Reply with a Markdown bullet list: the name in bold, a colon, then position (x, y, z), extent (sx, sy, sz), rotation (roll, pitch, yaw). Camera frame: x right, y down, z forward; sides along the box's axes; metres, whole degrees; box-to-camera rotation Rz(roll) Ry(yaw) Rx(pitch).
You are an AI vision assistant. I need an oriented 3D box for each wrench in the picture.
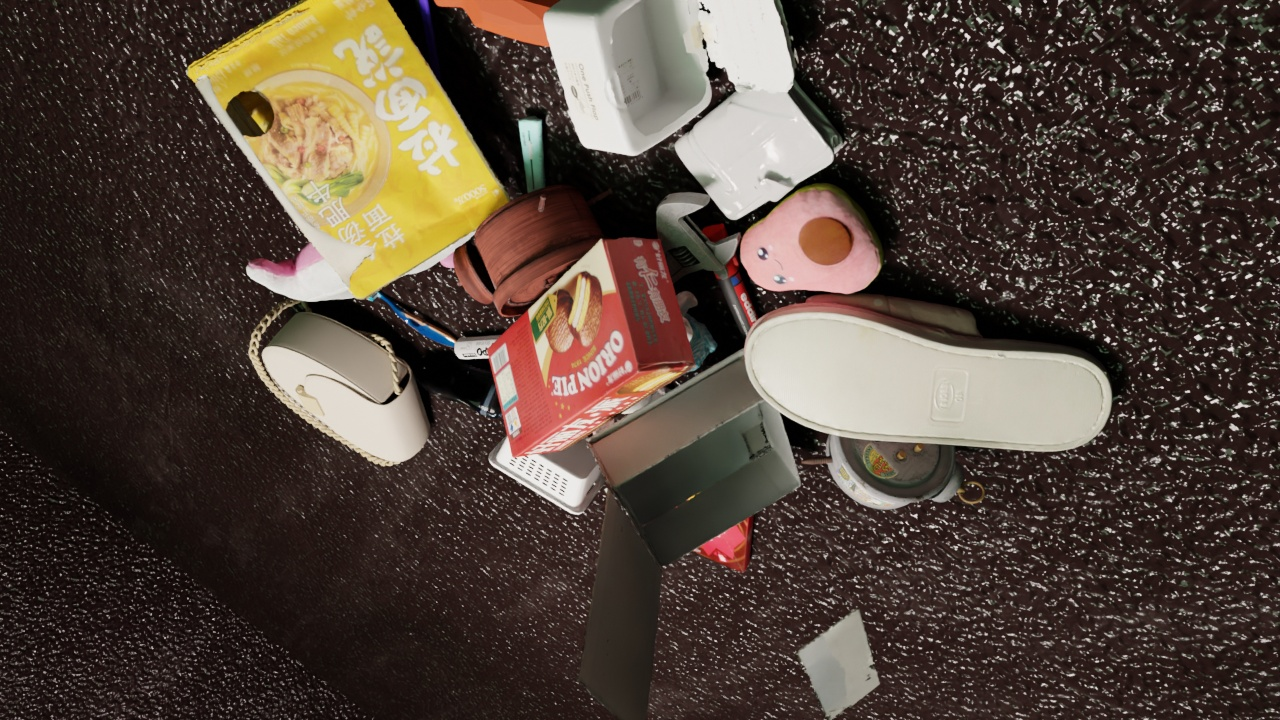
- **wrench**: position (0.003, -0.070, 0.816), extent (0.083, 0.018, 0.274), rotation (37, 150, -12)

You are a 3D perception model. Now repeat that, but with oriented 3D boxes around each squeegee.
- **squeegee**: position (-0.098, -0.268, 0.679), extent (0.185, 0.055, 0.250), rotation (20, 152, 7)

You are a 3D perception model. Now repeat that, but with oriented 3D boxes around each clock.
- **clock**: position (-0.095, -0.091, 0.807), extent (0.158, 0.120, 0.072), rotation (-32, 82, 39)
- **clock**: position (0.220, 0.080, 0.769), extent (0.148, 0.103, 0.056), rotation (27, 152, 3)

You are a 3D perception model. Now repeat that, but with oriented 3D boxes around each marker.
- **marker**: position (0.087, -0.052, 0.794), extent (0.023, 0.021, 0.145), rotation (-20, 121, 13)
- **marker**: position (-0.156, -0.016, 1.014), extent (0.126, 0.025, 0.025), rotation (-2, 128, 39)

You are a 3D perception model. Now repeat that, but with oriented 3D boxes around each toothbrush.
- **toothbrush**: position (-0.270, -0.050, 1.071), extent (0.135, 0.017, 0.022), rotation (32, 144, 6)

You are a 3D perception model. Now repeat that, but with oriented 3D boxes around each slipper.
- **slipper**: position (0.218, 0.010, 0.715), extent (0.274, 0.054, 0.114), rotation (10, 113, 12)

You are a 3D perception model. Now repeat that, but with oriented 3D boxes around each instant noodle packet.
- **instant noodle packet**: position (-0.231, -0.182, 0.761), extent (0.221, 0.163, 0.084), rotation (58, 177, -16)

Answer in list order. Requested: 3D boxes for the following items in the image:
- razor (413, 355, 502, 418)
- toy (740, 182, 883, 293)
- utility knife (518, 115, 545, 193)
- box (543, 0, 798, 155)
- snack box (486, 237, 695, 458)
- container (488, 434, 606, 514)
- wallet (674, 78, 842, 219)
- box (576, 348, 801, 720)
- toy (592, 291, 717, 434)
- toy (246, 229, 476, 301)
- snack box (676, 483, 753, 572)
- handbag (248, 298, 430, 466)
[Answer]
- **razor**: position (-0.207, 0.028, 1.083), extent (0.141, 0.053, 0.063), rotation (17, 171, 32)
- **toy**: position (0.127, -0.086, 0.702), extent (0.110, 0.051, 0.090), rotation (-17, 117, 47)
- **utility knife**: position (-0.093, -0.164, 0.822), extent (0.022, 0.015, 0.129), rotation (20, 143, 15)
- **box**: position (0.031, -0.202, 0.614), extent (0.137, 0.123, 0.109), rotation (26, 145, 41)
- **snack box**: position (-0.052, -0.003, 0.796), extent (0.237, 0.060, 0.113), rotation (-36, 65, 51)
- **container**: position (-0.101, 0.111, 1.064), extent (0.129, 0.080, 0.050), rotation (30, 131, 8)
- **wallet**: position (0.083, -0.157, 0.679), extent (0.086, 0.032, 0.116), rotation (46, 141, -8)
- **box**: position (0.013, 0.174, 0.784), extent (0.150, 0.367, 0.167), rotation (12, 149, 28)
- **toy**: position (-0.005, 0.005, 0.840), extent (0.105, 0.130, 0.206), rotation (36, 142, 8)
- **toy**: position (-0.254, -0.138, 0.890), extent (0.266, 0.186, 0.127), rotation (-22, 77, 24)
- **snack box**: position (0.083, 0.180, 1.037), extent (0.089, 0.021, 0.133), rotation (20, 139, 21)
- **handbag**: position (-0.372, 0.029, 1.178), extent (0.209, 0.103, 0.211), rotation (24, 149, 13)
